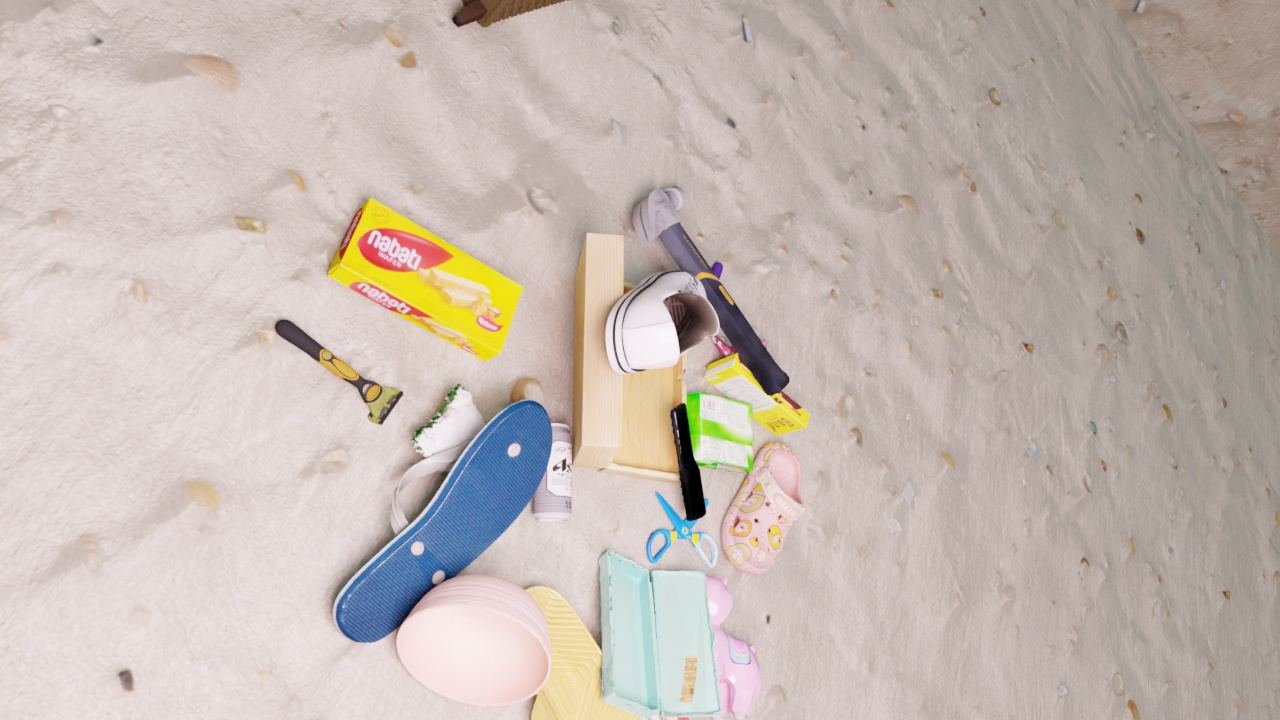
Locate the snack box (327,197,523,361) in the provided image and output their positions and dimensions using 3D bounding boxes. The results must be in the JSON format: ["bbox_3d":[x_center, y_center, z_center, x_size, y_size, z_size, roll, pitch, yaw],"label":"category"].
[{"bbox_3d":[-0.231,-0.086,1.009,0.200,0.042,0.092,31,58,-26],"label":"snack box"}]

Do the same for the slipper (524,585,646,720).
[{"bbox_3d":[-0.069,0.366,0.973,0.099,0.079,0.263,-19,71,-42],"label":"slipper"}]

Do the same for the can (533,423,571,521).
[{"bbox_3d":[-0.100,0.127,1.041,0.044,0.044,0.106,10,70,-34],"label":"can"}]

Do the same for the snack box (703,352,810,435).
[{"bbox_3d":[0.159,0.048,1.250,0.149,0.061,0.025,38,55,-22],"label":"snack box"}]

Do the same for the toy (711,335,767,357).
[{"bbox_3d":[0.138,-0.005,1.266,0.102,0.050,0.065,15,31,-30],"label":"toy"}]

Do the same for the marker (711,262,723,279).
[{"bbox_3d":[0.090,-0.083,1.269,0.018,0.015,0.133,57,45,-45],"label":"marker"}]

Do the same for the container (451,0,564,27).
[{"bbox_3d":[-0.202,-0.582,1.105,0.204,0.177,0.321,-43,103,-34],"label":"container"}]

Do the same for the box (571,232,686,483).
[{"bbox_3d":[-0.022,0.009,1.108,0.252,0.119,0.247,30,57,-56],"label":"box"}]

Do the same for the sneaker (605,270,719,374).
[{"bbox_3d":[0.047,-0.052,1.043,0.244,0.097,0.091,-35,116,-65],"label":"sneaker"}]

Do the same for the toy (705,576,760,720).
[{"bbox_3d":[0.092,0.344,1.106,0.123,0.067,0.157,31,55,-27],"label":"toy"}]

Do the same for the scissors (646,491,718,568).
[{"bbox_3d":[0.054,0.216,1.149,0.125,0.013,0.127,-44,108,-36],"label":"scissors"}]

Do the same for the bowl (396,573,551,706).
[{"bbox_3d":[-0.156,0.264,0.905,0.153,0.153,0.076,43,29,-19],"label":"bowl"}]

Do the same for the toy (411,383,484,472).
[{"bbox_3d":[-0.194,0.092,0.985,0.095,0.041,0.109,-52,121,-36],"label":"toy"}]

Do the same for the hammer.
[{"bbox_3d":[0.098,-0.091,1.211,0.312,0.035,0.139,55,34,1],"label":"hammer"}]

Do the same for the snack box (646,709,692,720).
[{"bbox_3d":[0.071,0.473,1.044,0.044,0.077,0.273,-43,102,-33],"label":"snack box"}]

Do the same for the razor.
[{"bbox_3d":[-0.311,0.007,0.936,0.144,0.021,0.044,40,56,-18],"label":"razor"}]

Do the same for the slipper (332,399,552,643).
[{"bbox_3d":[-0.199,0.158,0.936,0.294,0.060,0.118,-47,131,-22],"label":"slipper"}]

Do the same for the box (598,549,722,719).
[{"bbox_3d":[0.018,0.305,1.021,0.138,0.055,0.186,20,37,-18],"label":"box"}]

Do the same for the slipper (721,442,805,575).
[{"bbox_3d":[0.180,0.191,1.209,0.093,0.082,0.196,44,53,-20],"label":"slipper"}]

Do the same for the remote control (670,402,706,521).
[{"bbox_3d":[0.059,0.124,1.129,0.045,0.021,0.140,-29,110,-69],"label":"remote control"}]

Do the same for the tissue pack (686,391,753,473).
[{"bbox_3d":[0.104,0.098,1.205,0.113,0.034,0.099,16,67,-38],"label":"tissue pack"}]
